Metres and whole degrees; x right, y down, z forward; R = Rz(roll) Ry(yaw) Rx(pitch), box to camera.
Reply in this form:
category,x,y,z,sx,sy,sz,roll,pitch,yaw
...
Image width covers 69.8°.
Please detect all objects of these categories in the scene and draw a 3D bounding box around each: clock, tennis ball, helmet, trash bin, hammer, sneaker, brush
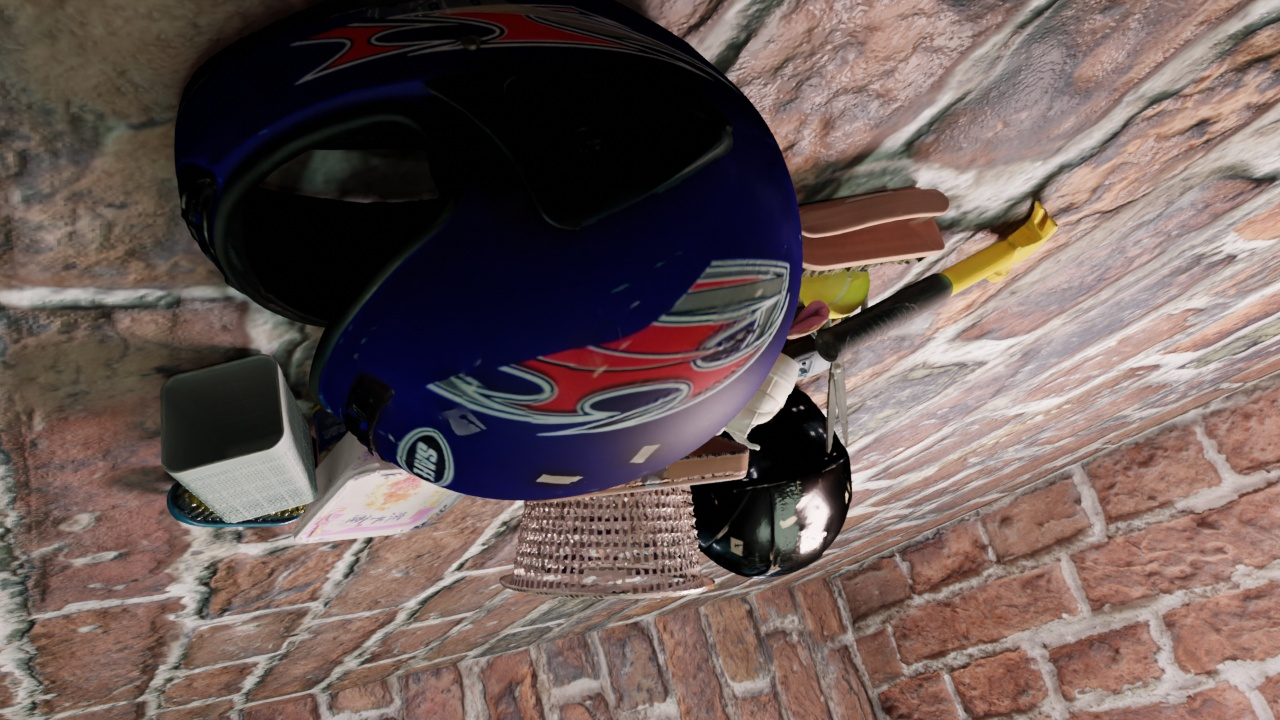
category,x,y,z,sx,sy,sz,roll,pitch,yaw
clock,0.158,-0.013,0.981,0.122,0.055,0.082,-16,159,-2
tennis ball,0.177,-0.071,0.841,0.065,0.065,0.065,-15,158,-6
helmet,-0.067,-0.045,0.487,0.315,0.240,0.248,-9,155,-19
trash bin,-0.034,0.144,0.978,0.227,0.192,0.227,1,174,0
hammer,0.284,-0.071,0.870,0.300,0.033,0.129,-26,163,-26
helmet,0.157,0.168,1.184,0.233,0.230,0.275,-13,119,-11
sneaker,0.103,0.048,0.944,0.089,0.090,0.242,26,172,2
brush,0.179,-0.109,0.759,0.145,0.063,0.073,-9,161,-15
brush,-0.406,0.144,0.927,0.074,0.055,0.143,-32,154,32

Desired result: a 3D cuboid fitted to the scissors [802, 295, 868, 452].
category,x,y,z,sx,sy,sz,roll,pitch,yaw
scissors,0.206,0.002,0.940,0.156,0.168,0.014,-47,-156,-15

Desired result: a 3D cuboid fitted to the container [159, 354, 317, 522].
category,x,y,z,sx,sy,sz,roll,pitch,yaw
container,-0.317,0.068,0.741,0.090,0.090,0.112,-14,147,-8

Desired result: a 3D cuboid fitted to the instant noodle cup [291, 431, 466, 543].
category,x,y,z,sx,sy,sz,roll,pitch,yaw
instant noodle cup,-0.228,0.105,0.830,0.137,0.060,0.174,1,153,-40

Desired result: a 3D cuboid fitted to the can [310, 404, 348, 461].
category,x,y,z,sx,sy,sz,roll,pitch,yaw
can,-0.229,0.053,0.852,0.148,0.049,0.075,-17,159,-3

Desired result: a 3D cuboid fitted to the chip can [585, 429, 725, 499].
category,x,y,z,sx,sy,sz,roll,pitch,yaw
chip can,0.001,0.094,1.100,0.211,0.071,0.071,-30,155,26

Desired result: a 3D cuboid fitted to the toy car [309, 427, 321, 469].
category,x,y,z,sx,sy,sz,roll,pitch,yaw
toy car,-0.321,0.091,0.865,0.037,0.056,0.122,-11,158,-6

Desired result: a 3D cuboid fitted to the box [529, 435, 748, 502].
category,x,y,z,sx,sy,sz,roll,pitch,yaw
box,-0.064,0.046,0.695,0.178,0.260,0.105,-2,122,-34

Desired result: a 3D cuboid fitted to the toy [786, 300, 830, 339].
category,x,y,z,sx,sy,sz,roll,pitch,yaw
toy,0.050,-0.054,0.732,0.199,0.140,0.131,3,113,-38
